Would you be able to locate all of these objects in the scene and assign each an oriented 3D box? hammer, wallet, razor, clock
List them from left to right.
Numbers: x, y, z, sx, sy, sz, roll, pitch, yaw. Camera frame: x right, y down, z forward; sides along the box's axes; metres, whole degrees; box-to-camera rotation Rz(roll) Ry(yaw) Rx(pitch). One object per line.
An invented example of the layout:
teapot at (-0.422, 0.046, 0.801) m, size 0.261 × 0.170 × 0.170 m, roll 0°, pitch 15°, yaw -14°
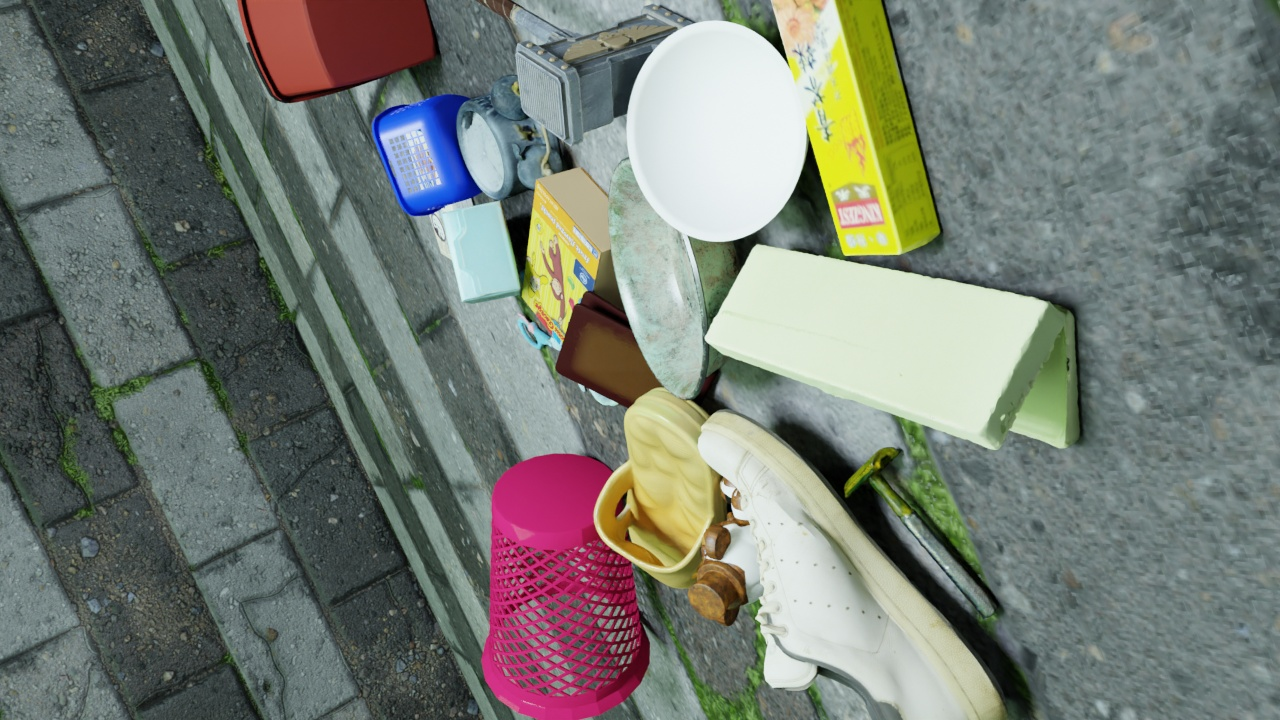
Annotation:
hammer at (-0.092, -0.234, 0.601) m, size 0.322 × 0.098 × 0.044 m, roll 42°, pitch 148°, yaw 39°
clock at (-0.100, -0.176, 0.733) m, size 0.130 × 0.052 × 0.090 m, roll -1°, pitch 113°, yaw 58°
wallet at (-0.004, 0.004, 0.694) m, size 0.115 × 0.018 × 0.092 m, roll 29°, pitch 140°, yaw 5°
razor at (0.162, 0.100, 0.519) m, size 0.106 × 0.026 × 0.043 m, roll 51°, pitch 150°, yaw 17°

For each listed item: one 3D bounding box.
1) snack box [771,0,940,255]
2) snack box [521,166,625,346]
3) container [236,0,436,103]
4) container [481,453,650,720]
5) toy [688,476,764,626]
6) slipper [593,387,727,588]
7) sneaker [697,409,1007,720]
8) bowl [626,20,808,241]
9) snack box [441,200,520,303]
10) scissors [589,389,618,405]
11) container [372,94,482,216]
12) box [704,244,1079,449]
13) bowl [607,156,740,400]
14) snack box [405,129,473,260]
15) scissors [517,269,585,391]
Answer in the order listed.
snack box at (0.097, -0.121, 0.422) m, size 0.040 × 0.028 × 0.148 m, roll 8°, pitch 121°, yaw 61°
snack box at (-0.049, -0.072, 0.725) m, size 0.088 × 0.040 × 0.126 m, roll 50°, pitch 146°, yaw 27°
container at (-0.302, -0.320, 0.871) m, size 0.201 × 0.147 × 0.127 m, roll 20°, pitch 130°, yaw 45°
container at (-0.082, 0.224, 0.952) m, size 0.183 × 0.182 × 0.226 m, roll 36°, pitch 136°, yaw 45°
toy at (0.068, 0.132, 0.634) m, size 0.067 × 0.112 × 0.087 m, roll 9°, pitch 119°, yaw 35°
slipper at (0.015, 0.126, 0.736) m, size 0.099 × 0.078 × 0.264 m, roll 30°, pitch 147°, yaw 22°
sneaker at (0.100, 0.142, 0.558) m, size 0.241 × 0.102 × 0.089 m, roll 49°, pitch 174°, yaw 22°
bowl at (0.048, -0.121, 0.488) m, size 0.110 × 0.040 × 0.110 m, roll 14°, pitch 113°, yaw 36°
snack box at (-0.138, -0.091, 0.813) m, size 0.175 × 0.053 × 0.075 m, roll -154°, pitch 50°, yaw -82°
scissors at (-0.007, 0.029, 0.794) m, size 0.169 × 0.023 × 0.171 m, roll -29°, pitch 84°, yaw 60°
container at (-0.173, -0.183, 0.803) m, size 0.114 × 0.058 × 0.096 m, roll -61°, pitch -45°, yaw -66°
box at (0.119, -0.014, 0.458) m, size 0.188 × 0.089 × 0.078 m, roll 24°, pitch 104°, yaw 56°
bowl at (0.025, -0.055, 0.588) m, size 0.158 × 0.038 × 0.157 m, roll 164°, pitch 90°, yaw -74°
snack box at (-0.204, -0.174, 0.964) m, size 0.082 × 0.026 × 0.150 m, roll 30°, pitch 140°, yaw 51°
scissors at (-0.090, -0.036, 0.897) m, size 0.136 × 0.015 × 0.126 m, roll 28°, pitch 139°, yaw 43°
